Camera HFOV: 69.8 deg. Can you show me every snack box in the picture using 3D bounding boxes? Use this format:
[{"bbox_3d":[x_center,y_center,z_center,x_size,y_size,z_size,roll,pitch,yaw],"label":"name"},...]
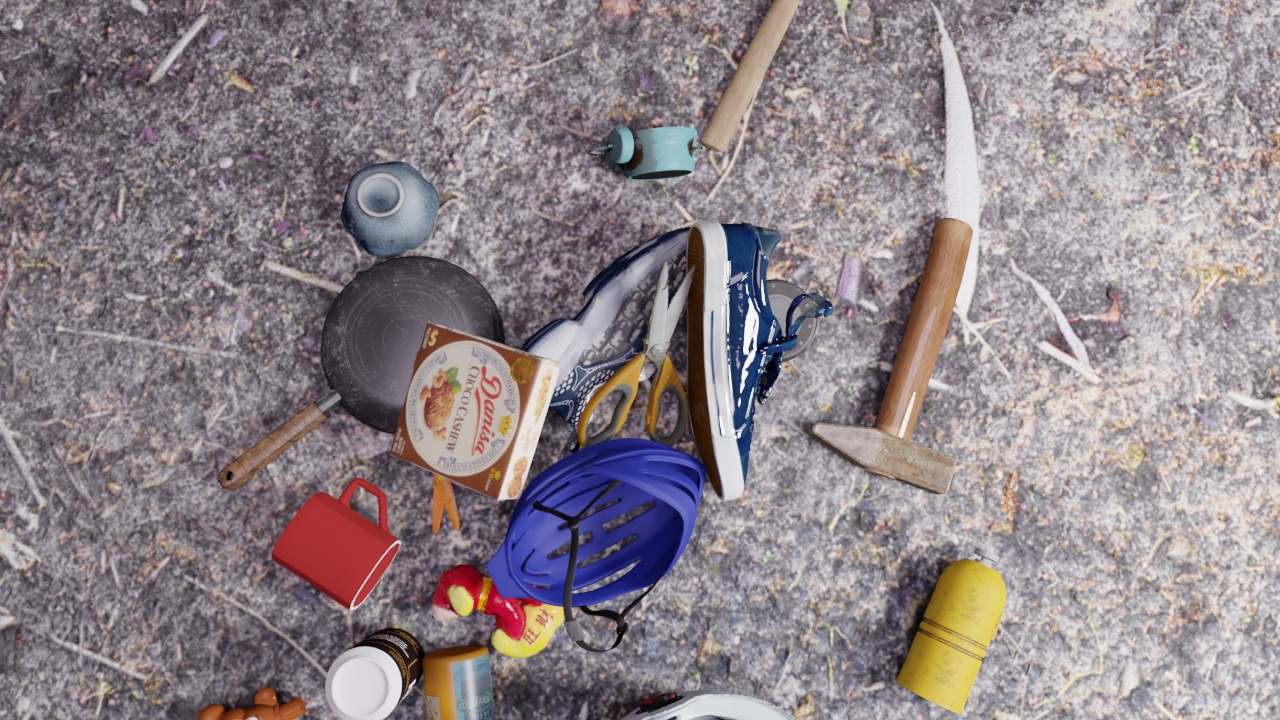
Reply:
[{"bbox_3d":[-0.167,0.049,0.919,0.147,0.041,0.143,18,92,25],"label":"snack box"}]

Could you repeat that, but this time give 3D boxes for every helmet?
[{"bbox_3d":[0.047,0.436,0.891,0.263,0.164,0.236,-34,89,-12],"label":"helmet"},{"bbox_3d":[-0.029,0.178,0.890,0.241,0.227,0.148,-23,110,-5],"label":"helmet"}]

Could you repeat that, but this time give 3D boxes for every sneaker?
[{"bbox_3d":[0.117,0.002,0.949,0.127,0.120,0.295,-3,102,-11],"label":"sneaker"},{"bbox_3d":[-0.015,-0.026,0.989,0.269,0.103,0.132,-42,101,-5],"label":"sneaker"}]

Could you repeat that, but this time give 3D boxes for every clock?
[{"bbox_3d":[0.142,-0.044,1.009,0.123,0.044,0.091,28,86,4],"label":"clock"},{"bbox_3d":[0.005,-0.228,1.007,0.124,0.090,0.053,-6,93,-3],"label":"clock"}]

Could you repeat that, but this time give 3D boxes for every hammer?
[{"bbox_3d":[0.302,-0.019,1.015,0.158,0.037,0.300,20,83,1],"label":"hammer"},{"bbox_3d":[0.157,-0.388,1.065,0.119,0.031,0.331,27,86,2],"label":"hammer"}]

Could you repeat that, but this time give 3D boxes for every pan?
[{"bbox_3d":[-0.311,0.026,0.988,0.356,0.040,0.207,-38,83,-7],"label":"pan"}]

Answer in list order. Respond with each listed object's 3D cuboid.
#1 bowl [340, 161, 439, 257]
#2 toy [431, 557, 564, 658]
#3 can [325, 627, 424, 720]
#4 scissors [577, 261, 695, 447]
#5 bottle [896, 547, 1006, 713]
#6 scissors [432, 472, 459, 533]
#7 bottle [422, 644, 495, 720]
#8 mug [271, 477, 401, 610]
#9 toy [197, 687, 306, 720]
[{"bbox_3d":[-0.279,-0.173,1.008,0.110,0.055,0.110,0,83,-2],"label":"bowl"},{"bbox_3d":[-0.145,0.249,0.961,0.137,0.067,0.105,21,77,-7],"label":"toy"},{"bbox_3d":[-0.261,0.311,0.914,0.072,0.128,0.072,0,83,-2],"label":"can"},{"bbox_3d":[0.000,0.004,0.939,0.166,0.016,0.226,-11,124,-19],"label":"scissors"},{"bbox_3d":[0.335,0.278,0.964,0.071,0.071,0.163,25,83,1],"label":"bottle"},{"bbox_3d":[-0.205,0.125,0.997,0.084,0.012,0.133,-18,83,-2],"label":"scissors"},{"bbox_3d":[-0.182,0.377,0.939,0.068,0.068,0.157,-7,83,-2],"label":"bottle"},{"bbox_3d":[-0.305,0.184,0.954,0.096,0.080,0.116,32,76,2],"label":"mug"},{"bbox_3d":[-0.406,0.388,0.936,0.127,0.065,0.095,-28,88,-10],"label":"toy"}]
